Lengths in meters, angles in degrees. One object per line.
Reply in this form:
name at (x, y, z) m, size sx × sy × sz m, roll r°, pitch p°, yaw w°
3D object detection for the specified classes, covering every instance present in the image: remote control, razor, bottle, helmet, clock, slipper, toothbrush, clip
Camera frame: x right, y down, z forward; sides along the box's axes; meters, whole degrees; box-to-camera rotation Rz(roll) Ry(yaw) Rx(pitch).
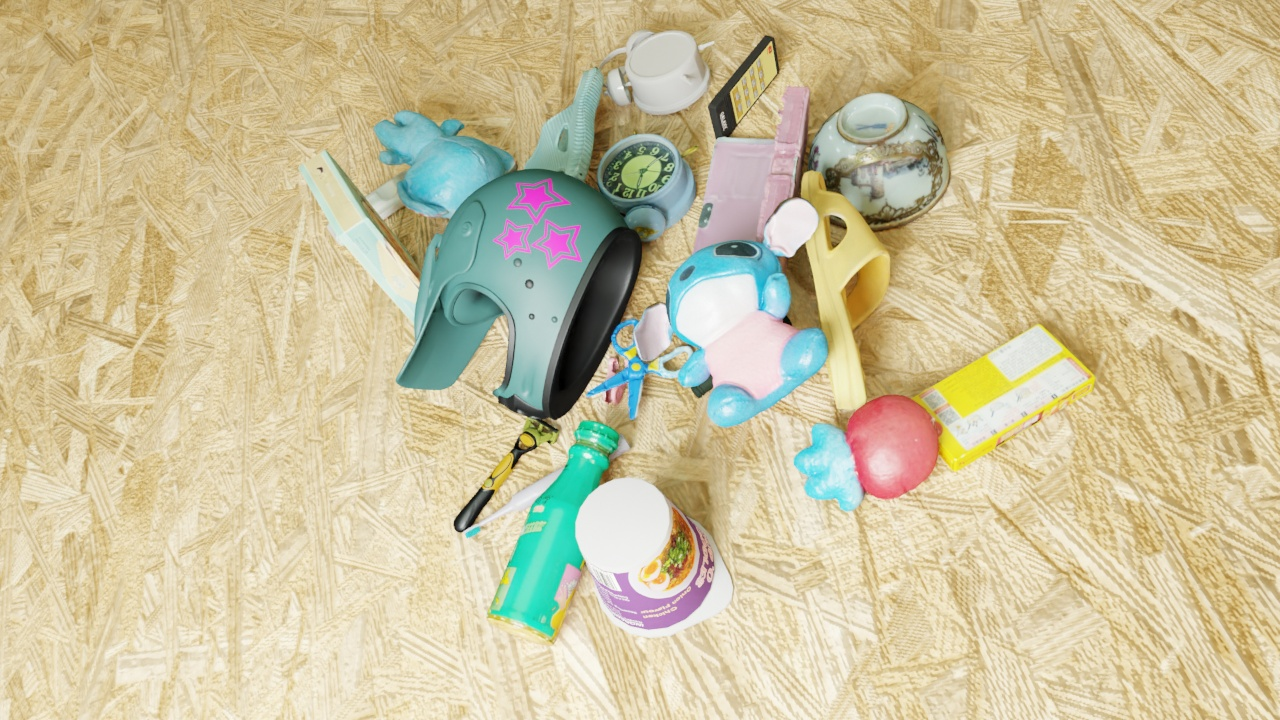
remote control at (-0.356, -0.206, 1.222) m, size 0.133 × 0.022 × 0.050 m, roll -37°, pitch 55°, yaw -8°
razor at (-0.143, 0.118, 0.947) m, size 0.044 × 0.021 × 0.144 m, roll 28°, pitch 72°, yaw 30°
bottle at (0.101, -0.006, 0.941) m, size 0.123 × 0.033 × 0.033 m, roll -41°, pitch 55°, yaw -10°
bottle at (-0.074, 0.156, 0.863) m, size 0.068 × 0.068 × 0.209 m, roll 11°, pitch 65°, yaw 23°
helmet at (-0.135, -0.070, 0.969) m, size 0.200 × 0.176 × 0.274 m, roll 24°, pitch 90°, yaw 17°
clock at (0.017, -0.377, 1.197) m, size 0.159 × 0.061 × 0.119 m, roll 12°, pitch 63°, yaw 29°
slipper at (-0.096, -0.262, 1.124) m, size 0.069 × 0.116 × 0.275 m, roll 18°, pitch 54°, yaw -14°
clock at (-0.004, -0.196, 1.083) m, size 0.118 × 0.060 × 0.161 m, roll 17°, pitch 69°, yaw 25°
toothbrush at (-0.095, 0.128, 0.925) m, size 0.188 × 0.018 × 0.019 m, roll -30°, pitch 56°, yaw -3°
clip at (-0.029, 0.018, 0.974) m, size 0.045 × 0.023 × 0.060 m, roll 25°, pitch 67°, yaw 34°
remote control at (0.129, -0.336, 1.131) m, size 0.013 × 0.058 × 0.133 m, roll 26°, pitch 69°, yaw 30°
slipper at (0.210, -0.075, 0.913) m, size 0.078 × 0.099 × 0.262 m, roll -8°, pitch 60°, yaw 11°

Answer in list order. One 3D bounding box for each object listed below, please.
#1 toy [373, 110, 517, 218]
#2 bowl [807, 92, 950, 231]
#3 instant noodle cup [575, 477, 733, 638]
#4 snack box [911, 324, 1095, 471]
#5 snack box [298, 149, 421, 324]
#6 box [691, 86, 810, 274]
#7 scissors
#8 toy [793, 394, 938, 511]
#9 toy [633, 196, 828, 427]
toy at (-0.261, -0.246, 1.169) m, size 0.180 × 0.115 × 0.182 m, roll 35°, pitch 50°, yaw 14°
bowl at (0.255, -0.232, 1.001) m, size 0.160 × 0.094 × 0.159 m, roll -8°, pitch 57°, yaw 13°
instant noodle cup at (0.007, 0.167, 0.803) m, size 0.137 × 0.122 × 0.121 m, roll 14°, pitch 63°, yaw 25°
snack box at (0.330, 0.033, 0.847) m, size 0.152 × 0.025 × 0.075 m, roll -30°, pitch 54°, yaw -3°
snack box at (-0.302, -0.130, 1.050) m, size 0.044 × 0.194 × 0.141 m, roll -35°, pitch 54°, yaw -4°
box at (0.117, -0.191, 1.020) m, size 0.115 × 0.107 × 0.232 m, roll 7°, pitch 62°, yaw 11°
scissors at (0.003, 0.009, 0.960) m, size 0.123 × 0.016 × 0.125 m, roll 3°, pitch 57°, yaw 4°
toy at (0.207, 0.086, 0.833) m, size 0.133 × 0.062 × 0.092 m, roll -25°, pitch 61°, yaw 20°
toy at (0.102, -0.043, 0.880) m, size 0.224 × 0.099 × 0.191 m, roll -38°, pitch 54°, yaw 16°
